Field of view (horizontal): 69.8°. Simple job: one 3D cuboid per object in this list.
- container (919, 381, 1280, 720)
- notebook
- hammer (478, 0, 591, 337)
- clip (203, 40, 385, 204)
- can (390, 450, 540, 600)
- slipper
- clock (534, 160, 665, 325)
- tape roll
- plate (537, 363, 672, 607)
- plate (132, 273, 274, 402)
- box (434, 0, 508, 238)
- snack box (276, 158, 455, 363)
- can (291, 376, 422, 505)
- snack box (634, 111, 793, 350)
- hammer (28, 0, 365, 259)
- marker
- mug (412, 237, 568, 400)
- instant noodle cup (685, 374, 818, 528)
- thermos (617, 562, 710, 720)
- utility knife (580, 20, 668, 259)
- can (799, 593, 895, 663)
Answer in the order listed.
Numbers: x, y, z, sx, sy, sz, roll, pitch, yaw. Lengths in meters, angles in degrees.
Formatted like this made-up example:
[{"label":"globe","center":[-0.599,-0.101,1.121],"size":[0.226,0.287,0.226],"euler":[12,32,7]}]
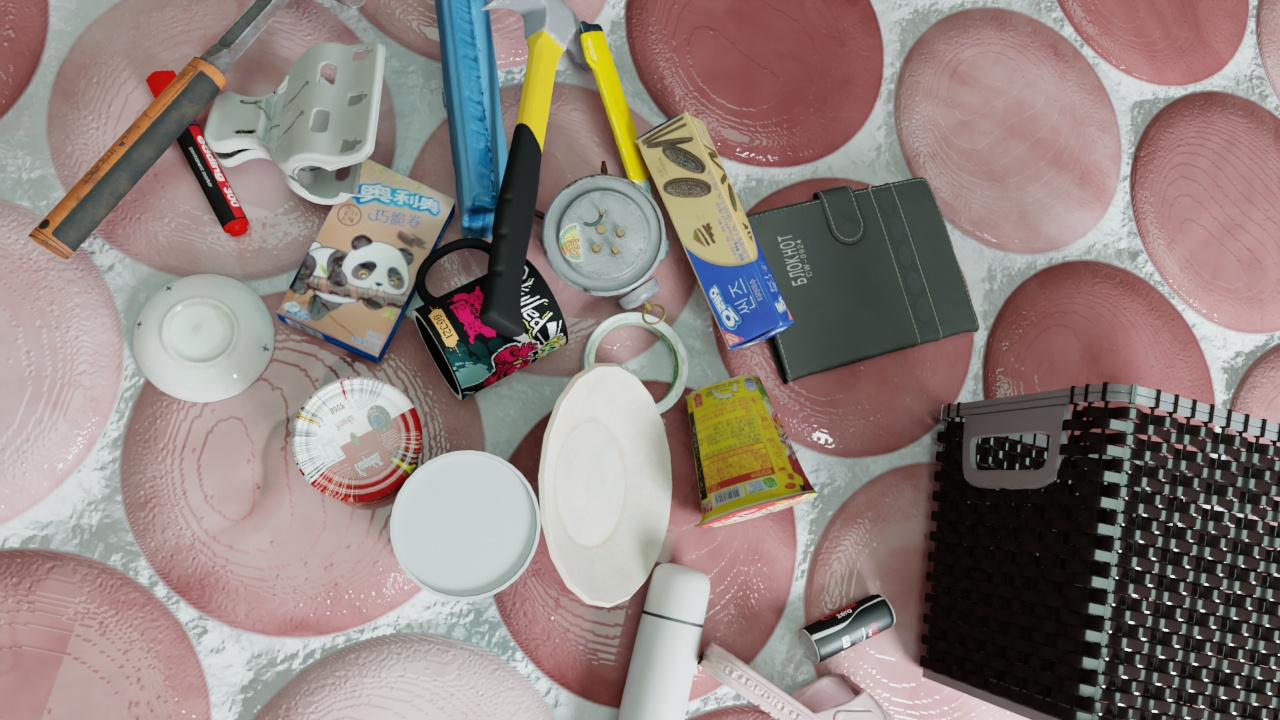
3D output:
[{"label":"container","center":[0.396,0.175,0.757],"size":[0.245,0.248,0.243],"euler":[14,80,-11]},{"label":"notebook","center":[0.205,-0.083,0.868],"size":[0.208,0.029,0.169],"euler":[-15,84,-18]},{"label":"hammer","center":[-0.091,-0.170,0.737],"size":[0.127,0.029,0.322],"euler":[34,52,-46]},{"label":"clip","center":[-0.268,-0.184,0.746],"size":[0.152,0.099,0.126],"euler":[-13,58,17]},{"label":"can","center":[-0.134,0.123,0.682],"size":[0.099,0.144,0.099],"euler":[3,79,-14]},{"label":"slipper","center":[0.160,0.290,0.753],"size":[0.239,0.094,0.064],"euler":[34,78,-3]},{"label":"clock","center":[-0.024,-0.094,0.790],"size":[0.104,0.056,0.148],"euler":[-34,90,-4]},{"label":"tape roll","center":[-0.005,0.005,0.803],"size":[0.093,0.018,0.093],"euler":[3,79,-14]},{"label":"plate","center":[-0.032,0.097,0.725],"size":[0.027,0.188,0.188],"euler":[-4,82,31]},{"label":"plate","center":[-0.343,-0.020,0.719],"size":[0.104,0.026,0.104],"euler":[3,79,-13]},{"label":"box","center":[-0.137,-0.223,0.774],"size":[0.054,0.093,0.231],"euler":[-6,80,-15]},{"label":"snack box","center":[-0.223,-0.083,0.756],"size":[0.087,0.034,0.151],"euler":[25,75,-8]},{"label":"can","center":[-0.209,0.064,0.689],"size":[0.086,0.117,0.086],"euler":[3,79,-14]},{"label":"snack box","center":[0.067,-0.113,0.811],"size":[0.057,0.056,0.206],"euler":[-26,86,21]},{"label":"hammer","center":[-0.359,-0.213,0.711],"size":[0.138,0.035,0.313],"euler":[28,73,16]},{"label":"marker","center":[-0.357,-0.168,0.745],"size":[0.023,0.021,0.145],"euler":[-27,87,-25]},{"label":"mug","center":[-0.130,-0.042,0.746],"size":[0.098,0.082,0.118],"euler":[-29,90,-17]},{"label":"instant noodle cup","center":[0.087,0.074,0.778],"size":[0.100,0.100,0.112],"euler":[-9,74,-16]},{"label":"thermos","center":[0.011,0.277,0.738],"size":[0.052,0.052,0.224],"euler":[16,76,-11]},{"label":"utility knife","center":[-0.012,-0.195,0.817],"size":[0.030,0.019,0.217],"euler":[-24,96,-38]},{"label":"can","center":[0.180,0.233,0.800],"size":[0.080,0.032,0.031],"euler":[-20,85,-17]}]
